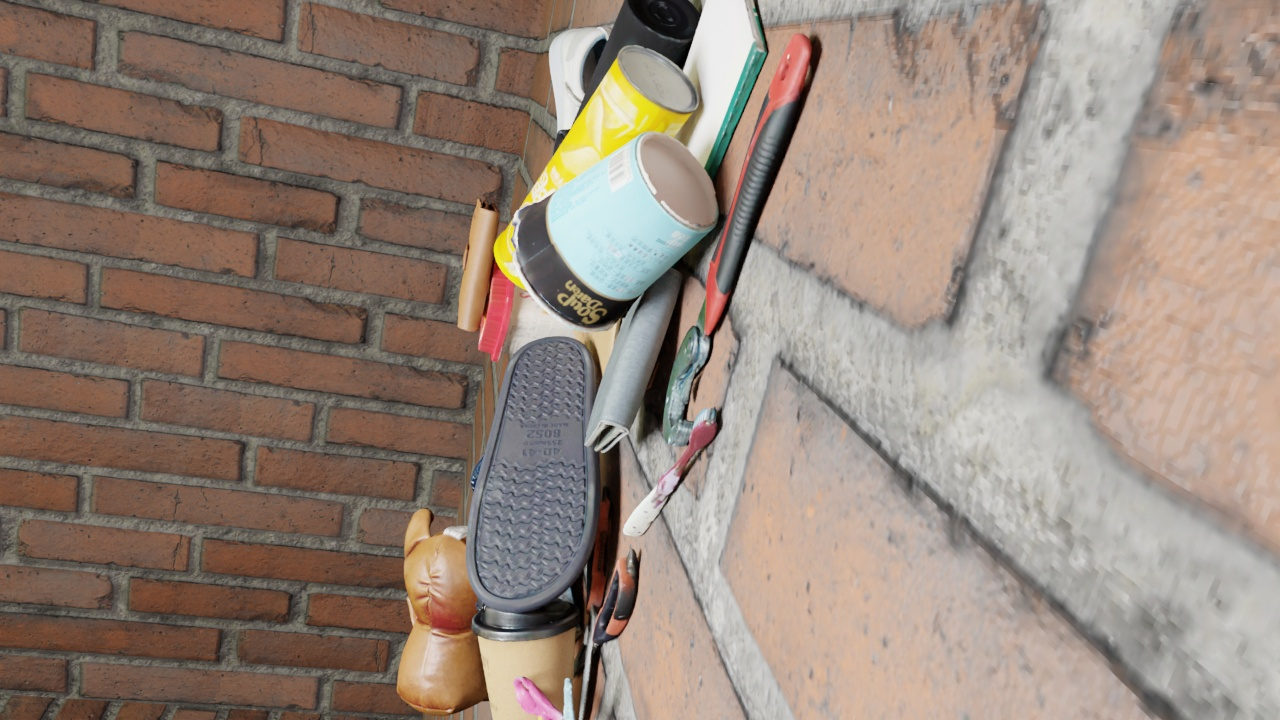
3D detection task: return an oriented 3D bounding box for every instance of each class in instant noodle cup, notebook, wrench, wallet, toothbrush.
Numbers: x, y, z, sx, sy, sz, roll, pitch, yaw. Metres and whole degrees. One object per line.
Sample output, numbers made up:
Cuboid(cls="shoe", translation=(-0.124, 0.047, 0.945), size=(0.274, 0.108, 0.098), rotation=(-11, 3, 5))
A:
Cuboid(cls="instant noodle cup", translation=(-0.012, -0.094, 0.641), size=(0.121, 0.111, 0.111), rotation=(-32, 44, 36))
Cuboid(cls="notebook", translation=(0.044, -0.185, 0.695), size=(0.210, 0.012, 0.150), rotation=(112, 160, -47))
Cuboid(cls="wrench", translation=(0.054, -0.063, 0.564), size=(0.056, 0.016, 0.274), rotation=(-102, 24, -57))
Cuboid(cls="wallet", translation=(-0.004, 0.004, 0.711), size=(0.107, 0.037, 0.129), rotation=(128, 162, -70))
Cuboid(cls="instant noodle cup", translation=(-0.110, -0.060, 1.025), size=(0.117, 0.124, 0.116), rotation=(121, 156, -58))
Cuboid(cls="notebook", translation=(-0.042, -0.049, 0.857), size=(0.208, 0.008, 0.147), rotation=(100, 159, -48))
Cuboid(cls="toothbrush", translation=(0.017, 0.081, 0.628), size=(0.188, 0.016, 0.017), rotation=(118, 165, -54))
Cuboid(cls="wallet", translation=(-0.178, -0.107, 1.003), size=(0.108, 0.031, 0.132), rotation=(-124, 46, -70))

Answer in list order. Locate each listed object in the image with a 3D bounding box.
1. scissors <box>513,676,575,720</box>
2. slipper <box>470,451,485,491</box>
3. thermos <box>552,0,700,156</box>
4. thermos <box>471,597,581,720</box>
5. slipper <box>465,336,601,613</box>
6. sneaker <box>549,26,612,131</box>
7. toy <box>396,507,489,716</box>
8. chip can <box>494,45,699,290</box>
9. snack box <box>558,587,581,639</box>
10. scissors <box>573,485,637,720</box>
Cuboid(cls="scissors", translation=(-0.052, 0.283, 0.694), size=(0.134, 0.017, 0.135), rotation=(4, 117, 49))
Cuboid(cls="slipper", translation=(-0.115, 0.102, 1.026), size=(0.095, 0.105, 0.254), rotation=(-55, 2, -38))
Cuboid(cls="thermos", translation=(-0.031, -0.229, 0.837), size=(0.090, 0.068, 0.243), rotation=(59, 144, 17))
Cuboid(cls="thermos", translation=(-0.095, 0.269, 0.782), size=(0.093, 0.093, 0.143), rotation=(-174, 82, -77))
Cuboid(cls="slipper", translation=(-0.082, 0.103, 0.824), size=(0.083, 0.111, 0.267), rotation=(76, -166, -54))
Cuboid(cls="sneaker", translation=(-0.046, -0.232, 0.979), size=(0.091, 0.089, 0.242), rotation=(10, 103, 48))
Cuboid(cls="toy", translation=(-0.184, 0.253, 0.930), size=(0.130, 0.140, 0.200), rotation=(-30, -58, -66))
Cuboid(cls="chip can", translation=(-0.040, -0.144, 0.729), size=(0.214, 0.072, 0.072), rotation=(-48, 32, 39))
Cuboid(cls="snack box", translation=(-0.119, 0.223, 0.955), size=(0.178, 0.045, 0.182), rotation=(118, 141, -55))
Cuboid(cls="scissors", translation=(-0.035, 0.216, 0.768), size=(0.189, 0.015, 0.223), rotation=(157, 120, -75))
